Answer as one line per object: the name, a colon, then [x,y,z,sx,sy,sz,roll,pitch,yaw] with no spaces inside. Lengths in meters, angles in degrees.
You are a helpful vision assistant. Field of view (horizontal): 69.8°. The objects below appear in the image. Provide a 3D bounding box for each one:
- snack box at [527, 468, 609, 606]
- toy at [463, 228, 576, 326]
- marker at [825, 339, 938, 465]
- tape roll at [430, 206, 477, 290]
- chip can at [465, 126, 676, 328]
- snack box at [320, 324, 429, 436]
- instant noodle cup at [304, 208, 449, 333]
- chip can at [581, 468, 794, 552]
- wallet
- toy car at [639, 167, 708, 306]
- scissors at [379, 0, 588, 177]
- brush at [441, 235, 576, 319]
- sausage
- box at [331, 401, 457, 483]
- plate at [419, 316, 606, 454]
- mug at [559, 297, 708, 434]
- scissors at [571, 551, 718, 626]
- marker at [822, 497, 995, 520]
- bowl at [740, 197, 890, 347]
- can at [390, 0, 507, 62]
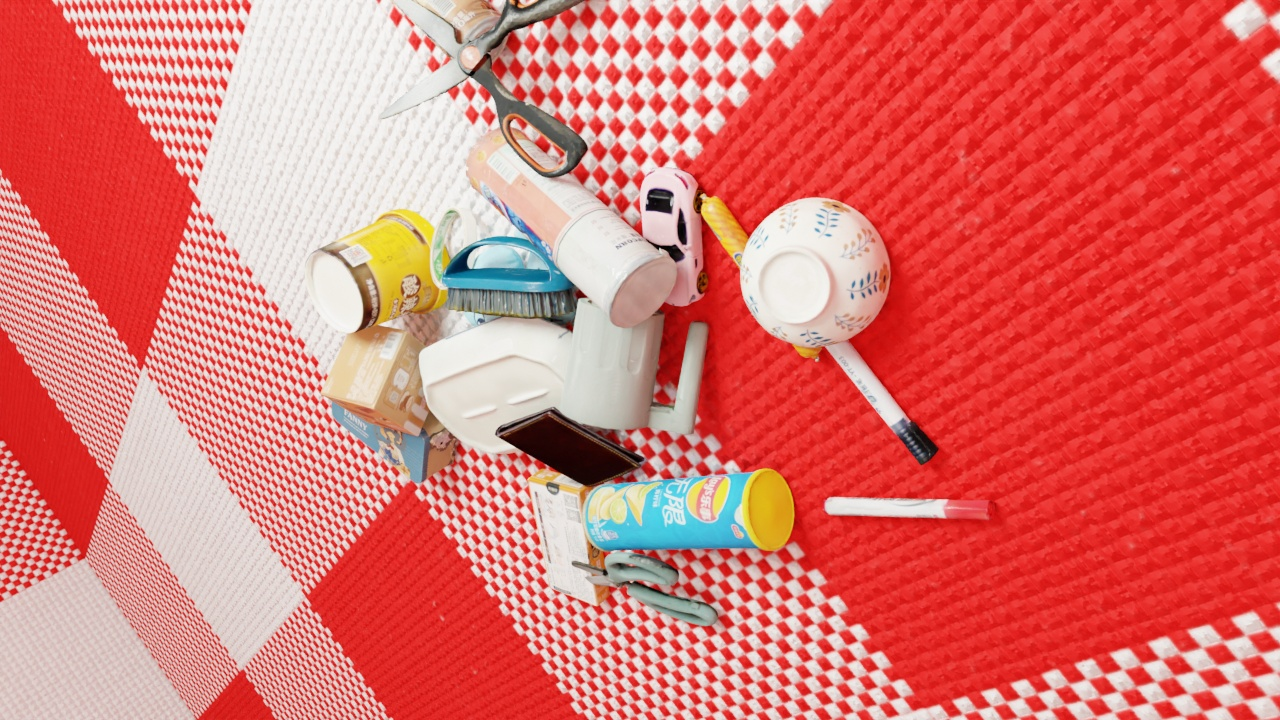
snack box: [-0.080,0.199,1.031,0.075,0.026,0.154,10,119,36]
toy: [-0.126,-0.068,0.911,0.156,0.049,0.162,19,120,30]
marker: [0.187,0.026,0.721,0.130,0.018,0.023,53,134,4]
tape roll: [-0.192,-0.114,0.936,0.086,0.013,0.085,-12,76,52]
chip can: [-0.065,-0.120,0.789,0.214,0.071,0.071,44,134,28]
snack box: [-0.285,0.020,1.027,0.077,0.092,0.094,11,161,24]
instant noodle cup: [-0.284,-0.092,0.984,0.118,0.114,0.119,19,123,31]
chip can: [0.039,0.146,0.870,0.211,0.071,0.071,-12,104,43]
wallet: [-0.071,0.088,0.921,0.122,0.020,0.097,33,141,-30]
toy car: [0.026,-0.102,0.774,0.056,0.037,0.122,15,123,36]
scissors: [-0.120,-0.251,0.759,0.221,0.021,0.233,-44,85,16]
brush: [-0.123,-0.078,0.844,0.144,0.055,0.073,5,108,30]
sausage: [0.098,-0.067,0.742,0.022,0.021,0.165,-37,87,45]
box: [-0.306,0.066,1.126,0.184,0.062,0.090,29,128,23]
plate: [-0.136,0.037,0.947,0.266,0.034,0.162,-16,122,43]
mug: [-0.005,0.005,0.820,0.124,0.083,0.103,10,101,6]
scissors: [-0.007,0.222,0.939,0.177,0.019,0.172,15,150,23]
marker: [0.215,0.120,0.749,0.145,0.017,0.017,-6,108,42]
bowl: [0.122,-0.060,0.682,0.114,0.062,0.113,9,110,27]
can: [-0.174,-0.313,0.812,0.116,0.058,0.059,45,134,12]
